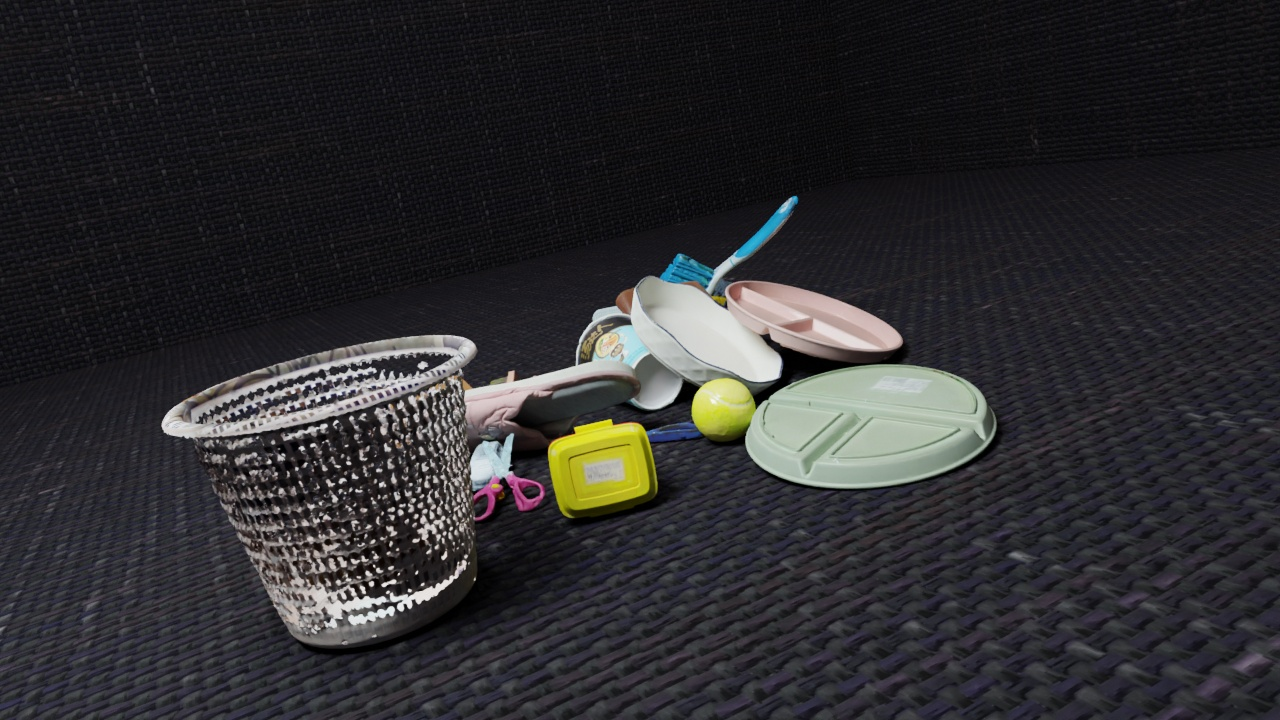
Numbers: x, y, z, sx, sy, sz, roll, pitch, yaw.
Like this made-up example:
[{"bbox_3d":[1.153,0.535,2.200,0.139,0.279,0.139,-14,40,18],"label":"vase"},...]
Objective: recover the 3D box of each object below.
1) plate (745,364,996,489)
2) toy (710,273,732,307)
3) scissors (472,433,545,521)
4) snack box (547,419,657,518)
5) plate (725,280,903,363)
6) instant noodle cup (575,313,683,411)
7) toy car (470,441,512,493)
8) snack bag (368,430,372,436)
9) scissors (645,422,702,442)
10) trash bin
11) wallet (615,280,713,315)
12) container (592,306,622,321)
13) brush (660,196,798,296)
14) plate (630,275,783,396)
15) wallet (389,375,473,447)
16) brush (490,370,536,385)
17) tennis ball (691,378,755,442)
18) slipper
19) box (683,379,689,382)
[{"bbox_3d":[0.211,0.054,0.862,0.230,0.027,0.230,-10,21,4],"label":"plate"},{"bbox_3d":[0.074,-0.088,1.509,0.355,0.091,0.138,-20,-12,-36],"label":"toy"},{"bbox_3d":[-0.128,0.110,0.909,0.093,0.017,0.137,-8,31,8],"label":"scissors"},{"bbox_3d":[-0.037,0.095,0.838,0.091,0.082,0.080,-12,4,-7],"label":"snack box"},{"bbox_3d":[0.215,-0.048,1.158,0.229,0.028,0.229,12,20,-5],"label":"plate"},{"bbox_3d":[-0.007,0.007,1.133,0.111,0.111,0.120,-17,22,-23],"label":"instant noodle cup"},{"bbox_3d":[-0.161,0.112,0.963,0.043,0.034,0.090,-8,15,1],"label":"toy car"},{"bbox_3d":[-0.314,0.083,1.222,0.104,0.026,0.048,-18,24,-29],"label":"snack bag"},{"bbox_3d":[-0.014,0.089,0.983,0.176,0.012,0.162,-10,14,9],"label":"scissors"},{"bbox_3d":[-0.218,0.100,0.705,0.227,0.192,0.227,-10,13,2],"label":"trash bin"},{"bbox_3d":[0.034,-0.075,1.245,0.124,0.032,0.101,-8,23,-12],"label":"wallet"},{"bbox_3d":[-0.019,-0.024,1.291,0.090,0.090,0.111,-11,16,2],"label":"container"},{"bbox_3d":[0.101,-0.130,1.314,0.109,0.315,0.060,23,39,-9],"label":"brush"},{"bbox_3d":[0.075,-0.025,1.097,0.205,0.046,0.204,27,23,-13],"label":"plate"},{"bbox_3d":[-0.276,0.065,1.197,0.131,0.031,0.108,-21,40,-34],"label":"wallet"},{"bbox_3d":[-0.153,0.049,1.157,0.073,0.063,0.145,-16,12,-3],"label":"brush"},{"bbox_3d":[0.085,0.051,0.943,0.065,0.065,0.065,-11,13,2],"label":"tennis ball"},{"bbox_3d":[-0.130,0.063,1.015,0.275,0.054,0.114,-15,-29,12],"label":"slipper"},{"bbox_3d":[0.091,-0.031,1.255,0.091,0.077,0.167,0,18,39],"label":"box"}]
